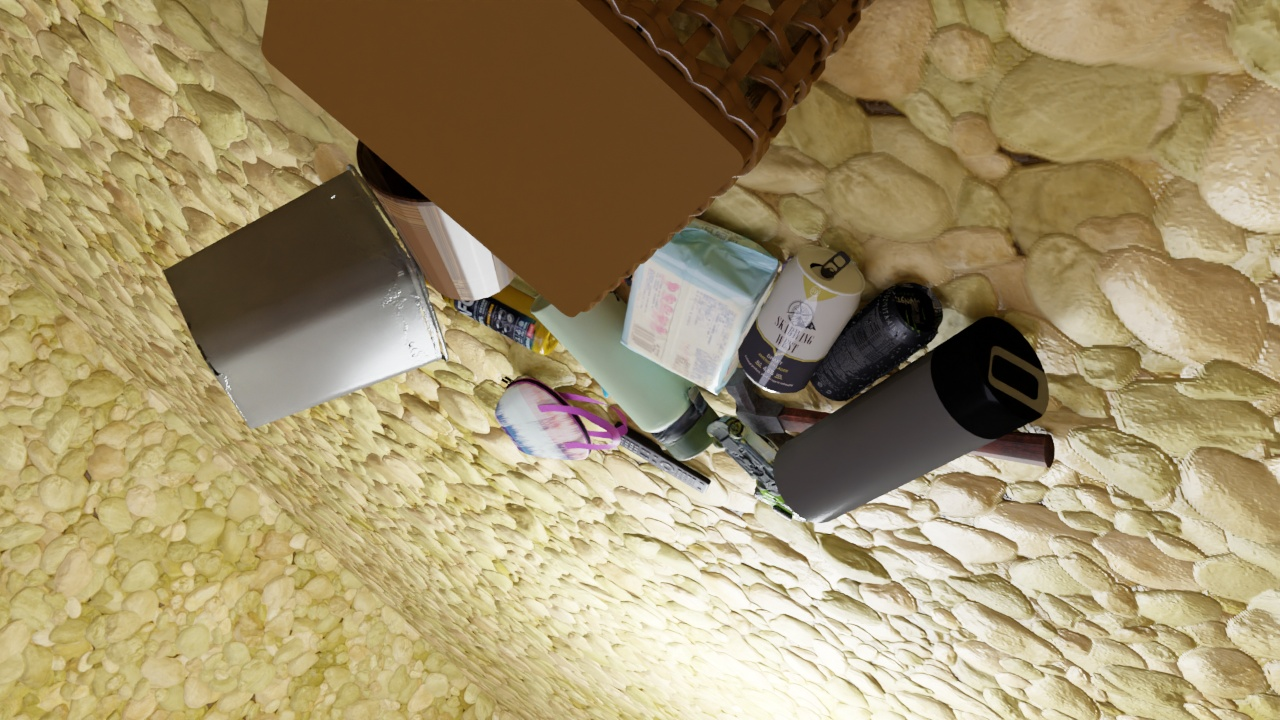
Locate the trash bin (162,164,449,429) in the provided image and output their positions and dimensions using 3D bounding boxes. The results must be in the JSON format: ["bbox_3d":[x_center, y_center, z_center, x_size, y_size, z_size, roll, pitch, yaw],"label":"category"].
[{"bbox_3d":[-0.358,-0.058,0.988,0.197,0.219,0.198,50,159,32],"label":"trash bin"}]

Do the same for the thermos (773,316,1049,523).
[{"bbox_3d":[0.212,0.057,0.750,0.082,0.082,0.241,39,140,-6],"label":"thermos"}]

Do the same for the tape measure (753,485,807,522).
[{"bbox_3d":[0.158,0.153,1.008,0.065,0.035,0.059,32,168,7],"label":"tape measure"}]

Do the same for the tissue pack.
[{"bbox_3d":[0.049,-0.054,0.806,0.112,0.069,0.182,29,147,10],"label":"tissue pack"}]

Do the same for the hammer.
[{"bbox_3d":[0.221,0.065,0.844,0.301,0.028,0.111,5,137,40],"label":"hammer"}]

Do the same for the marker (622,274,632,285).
[{"bbox_3d":[-0.039,-0.123,0.844,0.019,0.019,0.146,6,139,40],"label":"marker"}]

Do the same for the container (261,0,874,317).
[{"bbox_3d":[-0.035,-0.209,0.525,0.251,0.213,0.220,41,149,-9],"label":"container"}]

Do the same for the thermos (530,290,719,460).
[{"bbox_3d":[-0.006,0.005,0.936,0.231,0.082,0.082,48,147,-20],"label":"thermos"}]

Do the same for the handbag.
[{"bbox_3d":[-0.089,0.073,1.125,0.170,0.067,0.144,3,136,40],"label":"handbag"}]

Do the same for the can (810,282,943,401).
[{"bbox_3d":[0.186,-0.012,0.742,0.054,0.053,0.138,36,150,-1],"label":"can"}]

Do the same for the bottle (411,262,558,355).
[{"bbox_3d":[-0.173,-0.069,1.017,0.186,0.053,0.053,28,149,12],"label":"bottle"}]

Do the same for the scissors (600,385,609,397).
[{"bbox_3d":[-0.047,0.000,1.032,0.066,0.015,0.135,20,144,21],"label":"scissors"}]

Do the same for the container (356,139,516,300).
[{"bbox_3d":[-0.172,-0.143,0.851,0.132,0.132,0.167,25,154,16],"label":"container"}]

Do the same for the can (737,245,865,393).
[{"bbox_3d":[0.129,-0.035,0.733,0.064,0.064,0.128,31,130,7],"label":"can"}]

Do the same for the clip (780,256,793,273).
[{"bbox_3d":[0.125,-0.066,0.771,0.014,0.040,0.052,23,115,18],"label":"clip"}]

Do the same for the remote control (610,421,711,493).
[{"bbox_3d":[0.025,0.119,1.124,0.136,0.015,0.032,30,149,9],"label":"remote control"}]

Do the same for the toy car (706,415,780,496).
[{"bbox_3d":[0.115,0.093,0.925,0.105,0.033,0.048,43,154,-2],"label":"toy car"}]
